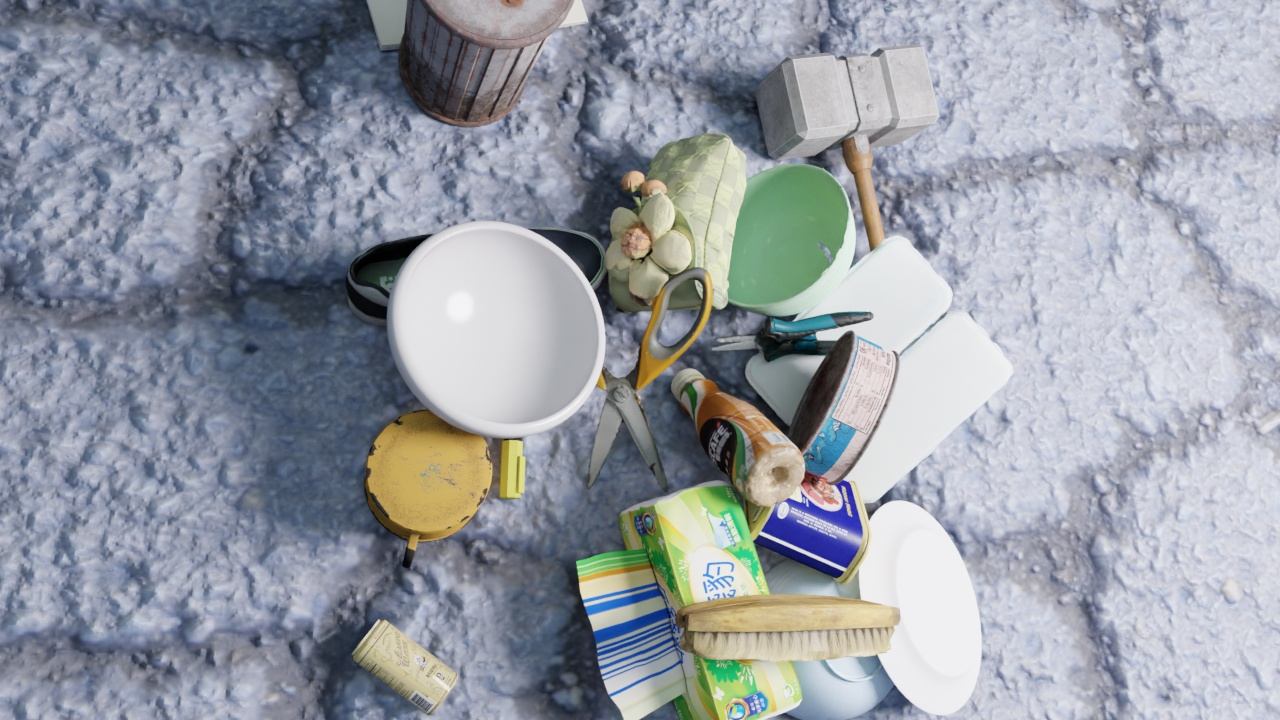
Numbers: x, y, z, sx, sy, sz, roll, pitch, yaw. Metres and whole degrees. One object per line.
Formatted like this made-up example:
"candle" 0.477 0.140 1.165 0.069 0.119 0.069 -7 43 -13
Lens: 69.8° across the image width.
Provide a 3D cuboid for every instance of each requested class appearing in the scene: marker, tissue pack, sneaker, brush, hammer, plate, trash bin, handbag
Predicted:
"marker" -0.111 0.060 0.810 0.021 0.017 0.123 -8 73 29
"tissue pack" 0.026 0.212 0.762 0.141 0.120 0.197 -14 74 -21
"sneaker" -0.137 -0.079 0.805 0.235 0.079 0.084 -9 78 -17
"brush" 0.117 0.205 0.706 0.195 0.059 0.043 5 84 -23
"hammer" 0.234 -0.148 0.930 0.162 0.083 0.317 -11 87 -17
"plate" 0.262 0.218 0.826 0.188 0.016 0.188 21 58 -37
"trash bin" -0.137 -0.293 0.778 0.130 0.211 0.130 2 83 -18
"handbag" 0.026 -0.129 0.834 0.117 0.113 0.186 29 67 -48

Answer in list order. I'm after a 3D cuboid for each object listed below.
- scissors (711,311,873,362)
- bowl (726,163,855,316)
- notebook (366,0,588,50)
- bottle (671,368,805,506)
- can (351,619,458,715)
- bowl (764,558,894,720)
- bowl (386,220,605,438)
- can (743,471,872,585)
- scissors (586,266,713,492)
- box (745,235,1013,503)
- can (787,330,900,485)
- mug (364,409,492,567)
"scissors" 0.146 -0.018 0.849 0.143 0.127 0.019 29 33 -27
"bowl" 0.139 -0.103 0.868 0.077 0.151 0.150 35 64 -49
"notebook" -0.171 -0.388 0.907 0.208 0.012 0.153 -14 80 -18
"bottle" 0.076 0.058 0.795 0.059 0.167 0.059 -13 122 -21
"can" -0.189 0.245 0.734 0.079 0.038 0.038 38 70 -4
"bowl" 0.173 0.246 0.812 0.150 0.075 0.150 4 75 -14
"bowl" -0.120 -0.019 0.737 0.176 0.066 0.176 10 69 -26
"can" 0.144 0.134 0.814 0.092 0.116 0.057 24 112 -6
"scissors" -0.007 0.006 0.792 0.217 0.016 0.225 -27 95 15
"box" 0.229 0.010 0.881 0.209 0.037 0.189 -40 88 -1
"can" 0.174 0.041 0.800 0.044 0.130 0.129 26 71 0
"mug" -0.175 0.105 0.742 0.100 0.094 0.123 13 74 -12
